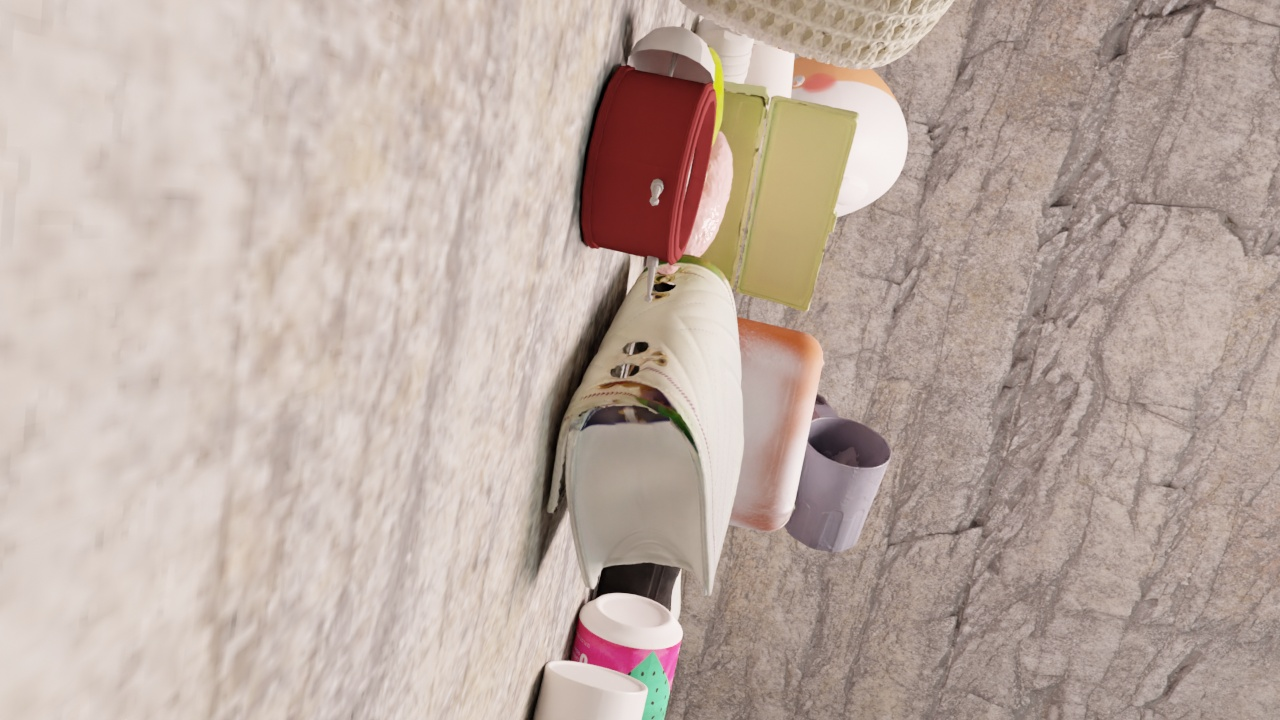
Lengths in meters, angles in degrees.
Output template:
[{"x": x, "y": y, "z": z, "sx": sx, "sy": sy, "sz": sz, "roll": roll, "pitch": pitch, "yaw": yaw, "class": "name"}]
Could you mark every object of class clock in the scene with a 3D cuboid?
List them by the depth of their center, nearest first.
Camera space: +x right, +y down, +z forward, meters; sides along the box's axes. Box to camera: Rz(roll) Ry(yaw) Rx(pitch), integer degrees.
[{"x": 0.008, "y": -0.106, "z": 0.466, "sx": 0.096, "sy": 0.048, "sz": 0.137, "roll": 93, "pitch": 13, "yaw": -55, "class": "clock"}]

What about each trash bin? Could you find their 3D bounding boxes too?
[{"x": 0.072, "y": 0.061, "z": 0.859, "sx": 0.260, "sy": 0.157, "sz": 0.181, "roll": 62, "pitch": 41, "yaw": -79, "class": "trash bin"}]

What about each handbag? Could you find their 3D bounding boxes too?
[{"x": 0.010, "y": 0.033, "z": 0.572, "sx": 0.198, "sy": 0.096, "sz": 0.142, "roll": -65, "pitch": 152, "yaw": -60, "class": "handbag"}, {"x": 0.000, "y": 0.197, "z": 0.831, "sx": 0.054, "sy": 0.079, "sz": 0.129, "roll": -63, "pitch": 166, "yaw": -73, "class": "handbag"}]

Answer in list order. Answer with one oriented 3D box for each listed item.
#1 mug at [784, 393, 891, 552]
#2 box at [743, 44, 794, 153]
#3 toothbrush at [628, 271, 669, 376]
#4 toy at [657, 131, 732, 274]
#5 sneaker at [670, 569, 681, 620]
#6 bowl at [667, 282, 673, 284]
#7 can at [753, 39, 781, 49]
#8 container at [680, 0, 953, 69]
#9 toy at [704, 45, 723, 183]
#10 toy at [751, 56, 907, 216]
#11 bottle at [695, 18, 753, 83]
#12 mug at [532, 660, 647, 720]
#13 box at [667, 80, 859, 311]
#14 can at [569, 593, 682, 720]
[{"x": 0.180, "y": 0.109, "z": 0.898, "sx": 0.124, "sy": 0.083, "sz": 0.104, "roll": -117, "pitch": -149, "yaw": -55, "class": "mug"}, {"x": 0.087, "y": -0.218, "z": 0.818, "sx": 0.084, "sy": 0.094, "sz": 0.165, "roll": 95, "pitch": 1, "yaw": -67, "class": "box"}, {"x": -0.004, "y": 0.004, "z": 0.723, "sx": 0.016, "sy": 0.016, "sz": 0.166, "roll": 45, "pitch": 59, "yaw": -82, "class": "toothbrush"}, {"x": 0.033, "y": -0.111, "z": 0.680, "sx": 0.105, "sy": 0.053, "sz": 0.108, "roll": 114, "pitch": -8, "yaw": -65, "class": "toy"}, {"x": 0.005, "y": 0.191, "z": 0.974, "sx": 0.079, "sy": 0.088, "sz": 0.234, "roll": 61, "pitch": 22, "yaw": -22, "class": "sneaker"}, {"x": 0.054, "y": -0.097, "z": 0.860, "sx": 0.114, "sy": 0.050, "sz": 0.114, "roll": 14, "pitch": 88, "yaw": -83, "class": "bowl"}, {"x": 0.122, "y": -0.303, "z": 0.760, "sx": 0.086, "sy": 0.116, "sz": 0.086, "roll": 14, "pitch": 88, "yaw": -83, "class": "can"}, {"x": 0.103, "y": -0.267, "z": 0.456, "sx": 0.144, "sy": 0.185, "sz": 0.250, "roll": 114, "pitch": -4, "yaw": -55, "class": "container"}, {"x": 0.025, "y": -0.134, "z": 0.581, "sx": 0.092, "sy": 0.043, "sz": 0.118, "roll": -66, "pitch": 169, "yaw": -54, "class": "toy"}, {"x": 0.289, "y": -0.370, "z": 1.490, "sx": 0.265, "sy": 0.264, "sz": 0.280, "roll": 16, "pitch": 63, "yaw": -43, "class": "toy"}, {"x": 0.057, "y": -0.198, "z": 0.725, "sx": 0.044, "sy": 0.044, "sz": 0.136, "roll": -69, "pitch": 169, "yaw": -51, "class": "bottle"}, {"x": -0.047, "y": 0.265, "z": 0.653, "sx": 0.111, "sy": 0.073, "sz": 0.090, "roll": 171, "pitch": -67, "yaw": -69, "class": "mug"}, {"x": 0.088, "y": -0.126, "z": 0.728, "sx": 0.029, "sy": 0.138, "sz": 0.188, "roll": -71, "pitch": 169, "yaw": -45, "class": "box"}, {"x": -0.022, "y": 0.289, "z": 0.778, "sx": 0.088, "sy": 0.088, "sz": 0.166, "roll": -39, "pitch": 141, "yaw": -79, "class": "can"}]
